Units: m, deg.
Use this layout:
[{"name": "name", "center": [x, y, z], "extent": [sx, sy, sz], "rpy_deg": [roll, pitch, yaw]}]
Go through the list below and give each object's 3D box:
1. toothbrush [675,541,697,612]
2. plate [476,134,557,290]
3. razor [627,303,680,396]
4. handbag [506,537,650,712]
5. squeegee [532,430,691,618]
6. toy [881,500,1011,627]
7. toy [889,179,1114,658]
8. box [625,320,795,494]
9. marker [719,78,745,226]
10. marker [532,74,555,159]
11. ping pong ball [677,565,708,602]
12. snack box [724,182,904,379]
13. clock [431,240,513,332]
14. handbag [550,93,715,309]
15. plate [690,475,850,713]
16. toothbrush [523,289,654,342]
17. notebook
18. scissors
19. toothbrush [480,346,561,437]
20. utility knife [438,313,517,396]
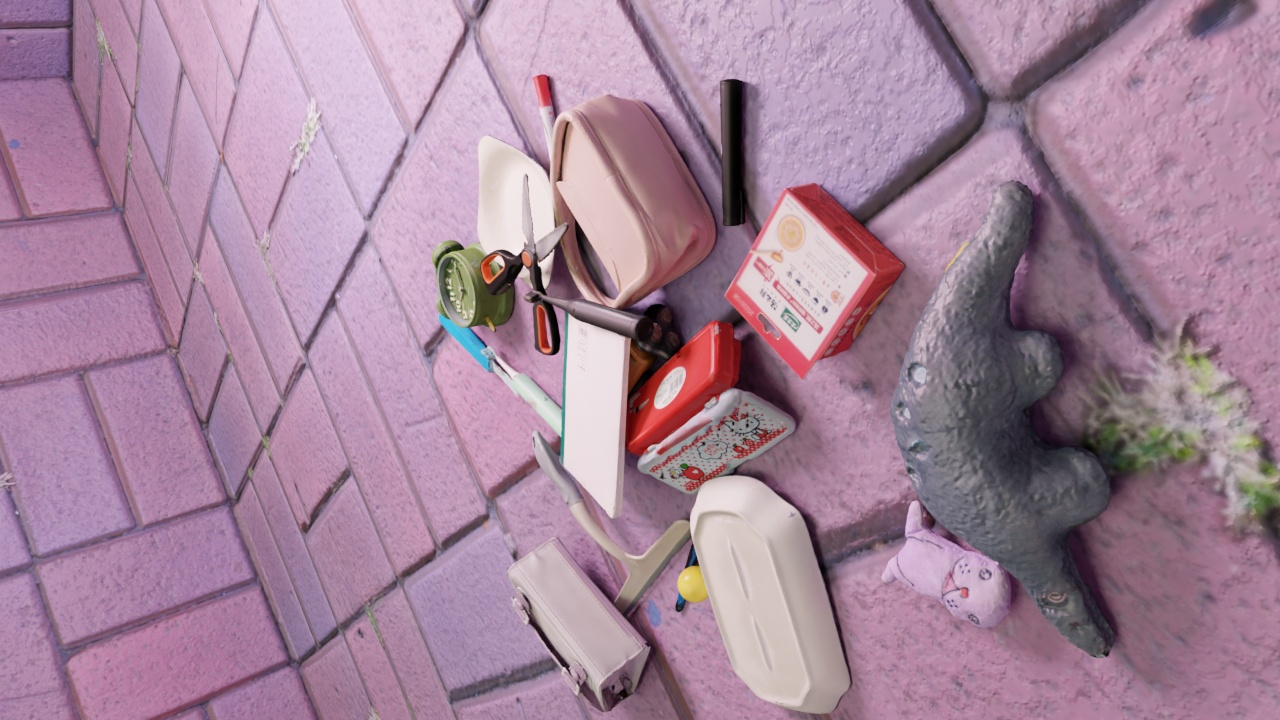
[{"name": "toothbrush", "center": [0.061, 0.224, 1.045], "extent": [0.014, 0.016, 0.190], "rpy_deg": [33, 132, 28]}, {"name": "plate", "center": [-0.142, -0.180, 1.110], "extent": [0.164, 0.034, 0.165], "rpy_deg": [36, 133, 37]}, {"name": "razor", "center": [-0.006, 0.006, 1.013], "extent": [0.067, 0.062, 0.168], "rpy_deg": [31, 141, 0]}, {"name": "handbag", "center": [-0.086, 0.350, 1.197], "extent": [0.197, 0.098, 0.145], "rpy_deg": [45, 155, 29]}, {"name": "squeegee", "center": [-0.068, 0.183, 1.139], "extent": [0.246, 0.039, 0.247], "rpy_deg": [48, 138, 18]}, {"name": "toy", "center": [0.256, 0.174, 0.757], "extent": [0.108, 0.038, 0.084], "rpy_deg": [31, 118, 42]}, {"name": "toy", "center": [0.260, 0.056, 0.675], "extent": [0.138, 0.091, 0.356], "rpy_deg": [-14, 95, 25]}, {"name": "box", "center": [0.068, 0.057, 0.946], "extent": [0.202, 0.099, 0.112], "rpy_deg": [-44, 35, 51]}, {"name": "marker", "center": [0.084, -0.189, 0.840], "extent": [0.022, 0.020, 0.132], "rpy_deg": [10, 113, 31]}, {"name": "marker", "center": [-0.100, -0.251, 1.047], "extent": [0.017, 0.017, 0.145], "rpy_deg": [0, 104, 51]}, {"name": "ping pong ball", "center": [0.062, 0.251, 1.028], "extent": [0.040, 0.040, 0.040], "rpy_deg": [24, 122, 45]}, {"name": "snack box", "center": [0.146, -0.068, 0.791], "extent": [0.113, 0.044, 0.127], "rpy_deg": [51, 137, 25]}, {"name": "clock", "center": [-0.236, -0.103, 1.244], "extent": [0.161, 0.056, 0.116], "rpy_deg": [22, 119, 46]}, {"name": "handbag", "center": [-0.033, -0.140, 0.970], "extent": [0.193, 0.093, 0.235], "rpy_deg": [61, 149, 14]}, {"name": "plate", "center": [0.122, 0.248, 0.944], "extent": [0.162, 0.034, 0.266], "rpy_deg": [-7, 102, 49]}, {"name": "toothbrush", "center": [-0.063, -0.054, 0.987], "extent": [0.213, 0.027, 0.026], "rpy_deg": [19, 131, 48]}, {"name": "notebook", "center": [-0.055, 0.052, 1.033], "extent": [0.150, 0.012, 0.209], "rpy_deg": [34, 126, 55]}, {"name": "scissors", "center": [-0.128, -0.105, 1.079], "extent": [0.221, 0.021, 0.231], "rpy_deg": [3, 114, 53]}, {"name": "toothbrush", "center": [-0.142, 0.044, 1.210], "extent": [0.224, 0.027, 0.027], "rpy_deg": [42, 138, 34]}, {"name": "utility knife", "center": [-0.230, -0.014, 1.302], "extent": [0.209, 0.018, 0.034], "rpy_deg": [43, 134, 34]}]
